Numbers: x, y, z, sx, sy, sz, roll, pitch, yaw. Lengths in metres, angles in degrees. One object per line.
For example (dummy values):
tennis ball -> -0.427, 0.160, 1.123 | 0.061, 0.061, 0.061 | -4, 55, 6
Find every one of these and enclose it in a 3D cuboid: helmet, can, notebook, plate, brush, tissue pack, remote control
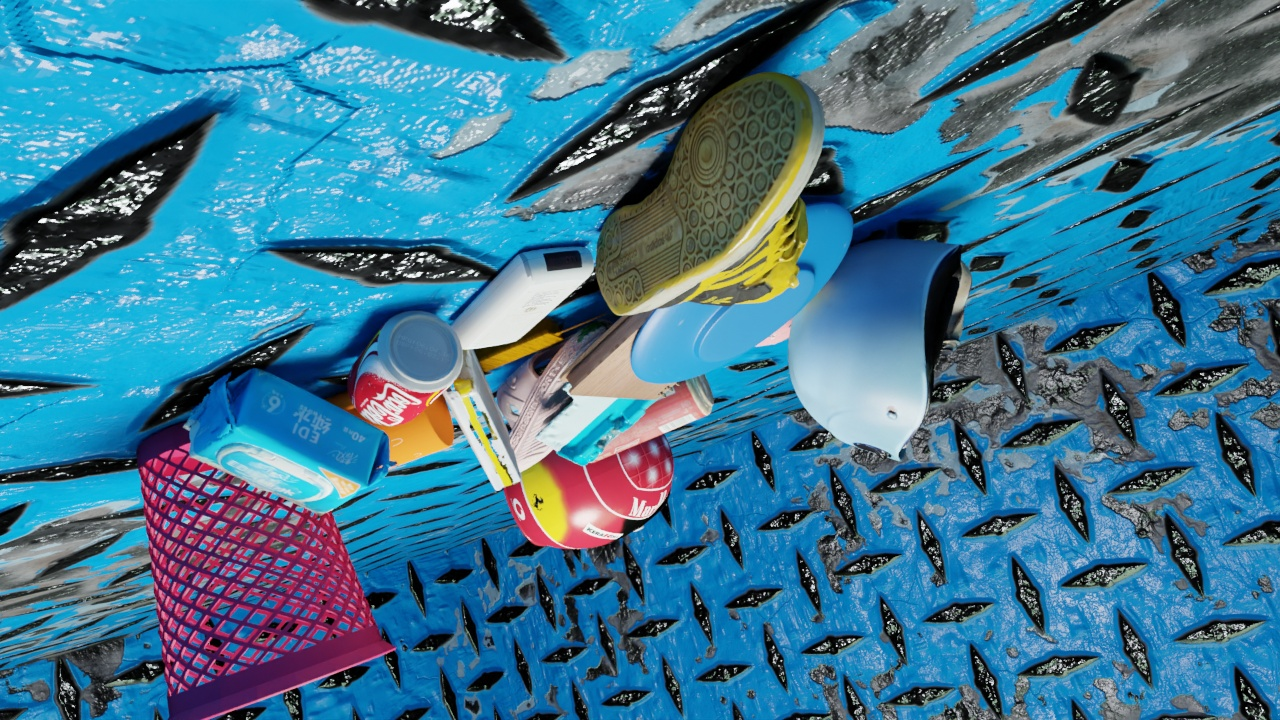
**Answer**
helmet -> 0.244, -0.017, 0.959 | 0.167, 0.225, 0.266 | 14, 160, 22
can -> -0.180, 0.009, 0.691 | 0.064, 0.064, 0.105 | -12, 167, -35
notebook -> 0.049, -0.040, 0.790 | 0.211, 0.022, 0.169 | -42, 158, 20
plate -> 0.093, -0.044, 0.777 | 0.224, 0.024, 0.225 | -29, 158, -13
helmet -> -0.060, 0.161, 1.326 | 0.225, 0.197, 0.270 | -26, 176, 31
brush -> -0.094, -0.022, 0.816 | 0.126, 0.017, 0.048 | -22, 169, 12
can -> -0.006, 0.058, 1.013 | 0.170, 0.067, 0.067 | -24, 169, 14
tissue pack -> -0.271, 0.066, 0.705 | 0.144, 0.061, 0.093 | 33, 140, -26
remote control -> -0.091, -0.045, 0.686 | 0.060, 0.025, 0.139 | -11, 164, -39

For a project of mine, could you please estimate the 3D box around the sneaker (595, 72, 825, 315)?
sneaker -> 0.069, -0.092, 0.565 | 0.122, 0.086, 0.239 | -7, 169, -28

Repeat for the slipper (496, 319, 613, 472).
slipper -> -0.098, 0.031, 0.922 | 0.094, 0.064, 0.240 | -30, 162, -39

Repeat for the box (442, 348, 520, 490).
box -> -0.149, 0.053, 0.819 | 0.044, 0.065, 0.210 | -18, 150, -7

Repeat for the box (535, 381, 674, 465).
box -> -0.004, 0.007, 0.885 | 0.227, 0.039, 0.182 | -41, 158, 1

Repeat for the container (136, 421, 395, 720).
container -> -0.329, 0.165, 0.773 | 0.183, 0.225, 0.183 | -19, 170, -4

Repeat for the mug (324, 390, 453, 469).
mug -> -0.228, 0.050, 0.793 | 0.096, 0.077, 0.113 | -20, 159, 3

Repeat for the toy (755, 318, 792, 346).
toy -> 0.149, -0.049, 1.027 | 0.090, 0.051, 0.110 | -27, 166, 15
